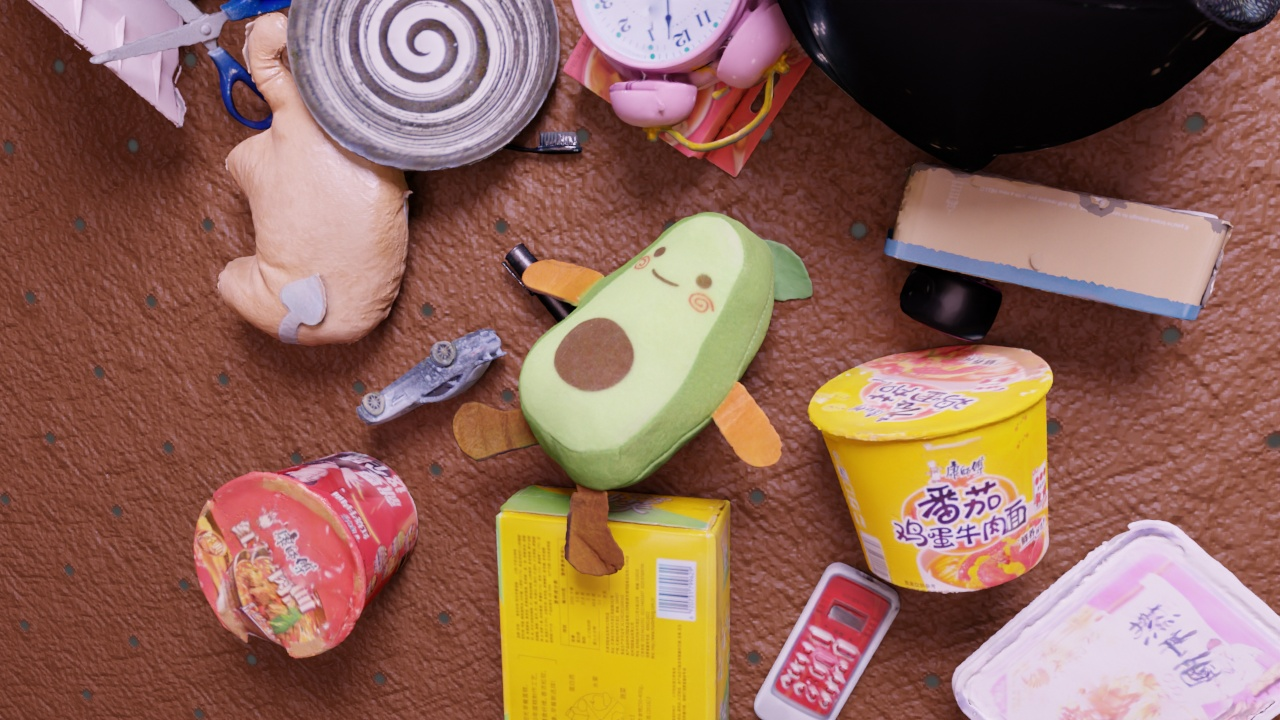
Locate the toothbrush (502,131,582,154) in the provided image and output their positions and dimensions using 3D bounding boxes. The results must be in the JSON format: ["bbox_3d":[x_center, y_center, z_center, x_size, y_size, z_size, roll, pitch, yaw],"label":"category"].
[{"bbox_3d":[-0.130,-0.159,0.647,0.189,0.014,0.017,8,96,14],"label":"toothbrush"}]

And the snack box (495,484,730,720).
[{"bbox_3d":[-0.017,0.201,0.661,0.158,0.070,0.210,2,102,15],"label":"snack box"}]

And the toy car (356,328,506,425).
[{"bbox_3d":[-0.152,0.015,0.668,0.121,0.054,0.037,-30,90,19],"label":"toy car"}]

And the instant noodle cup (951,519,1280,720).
[{"bbox_3d":[0.299,0.187,0.576,0.138,0.060,0.174,42,108,4],"label":"instant noodle cup"}]

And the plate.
[{"bbox_3d":[-0.143,-0.213,0.613,0.179,0.024,0.179,0,89,-3],"label":"plate"}]

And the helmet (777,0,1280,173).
[{"bbox_3d":[0.165,-0.225,0.437,0.275,0.232,0.231,38,147,4],"label":"helmet"}]

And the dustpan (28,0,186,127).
[{"bbox_3d":[-0.405,-0.304,0.584,0.139,0.223,0.273,-4,73,5],"label":"dustpan"}]

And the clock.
[{"bbox_3d":[0.023,-0.198,0.524,0.117,0.059,0.158,-21,96,20],"label":"clock"}]

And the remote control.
[{"bbox_3d":[0.130,0.209,0.648,0.056,0.020,0.136,27,107,8],"label":"remote control"}]

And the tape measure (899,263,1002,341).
[{"bbox_3d":[0.190,-0.039,0.561,0.058,0.057,0.039,26,106,18],"label":"tape measure"}]

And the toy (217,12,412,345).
[{"bbox_3d":[-0.229,-0.121,0.648,0.143,0.082,0.226,7,101,0],"label":"toy"}]

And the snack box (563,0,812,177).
[{"bbox_3d":[0.035,-0.196,0.577,0.127,0.044,0.113,35,108,6],"label":"snack box"}]

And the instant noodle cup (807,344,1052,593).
[{"bbox_3d":[0.180,0.065,0.551,0.138,0.137,0.110,-11,106,17],"label":"instant noodle cup"}]

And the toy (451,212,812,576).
[{"bbox_3d":[-0.003,0.003,0.587,0.227,0.090,0.246,39,90,24],"label":"toy"}]

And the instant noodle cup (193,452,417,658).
[{"bbox_3d":[-0.240,0.133,0.688,0.138,0.108,0.138,3,103,15],"label":"instant noodle cup"}]

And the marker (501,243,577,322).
[{"bbox_3d":[-0.049,-0.027,0.648,0.022,0.020,0.132,-41,89,-7],"label":"marker"}]

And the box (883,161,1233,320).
[{"bbox_3d":[0.225,-0.074,0.528,0.184,0.089,0.059,13,105,15],"label":"box"}]

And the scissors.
[{"bbox_3d":[-0.281,-0.219,0.615,0.012,0.175,0.163,31,149,20],"label":"scissors"}]
